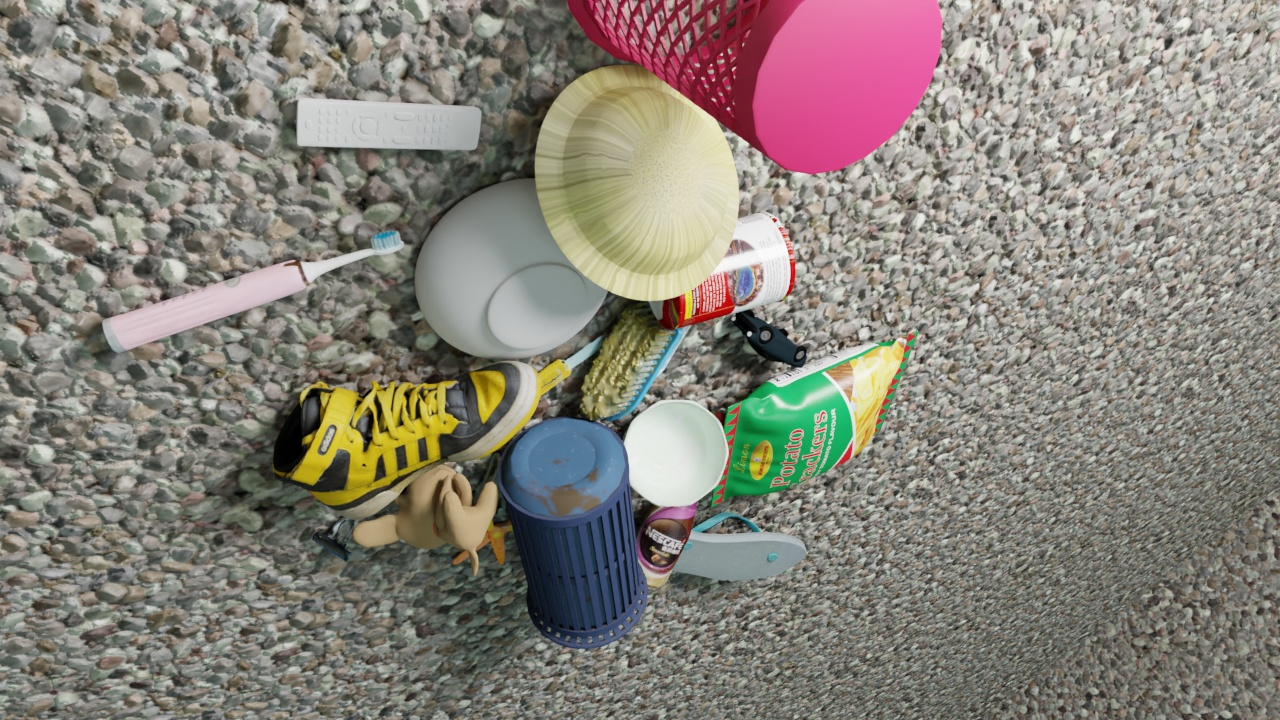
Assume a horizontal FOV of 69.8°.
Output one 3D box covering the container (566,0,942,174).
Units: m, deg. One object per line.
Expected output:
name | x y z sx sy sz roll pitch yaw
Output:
container | 0.073 -0.232 0.594 0.183 0.225 0.183 -17 137 -17

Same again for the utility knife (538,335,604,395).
utility knife | -0.113 0.032 0.901 0.191 0.018 0.030 -37 148 1

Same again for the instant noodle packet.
instant noodle packet | 0.199 0.071 1.069 0.252 0.090 0.196 -21 143 -19

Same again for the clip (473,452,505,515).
clip | -0.158 0.130 0.954 0.050 0.023 0.078 -12 128 -26

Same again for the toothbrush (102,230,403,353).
toothbrush | -0.288 -0.057 0.696 0.222 0.027 0.027 -22 140 -13

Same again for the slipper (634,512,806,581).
slipper | 0.092 0.245 1.216 0.268 0.054 0.098 8 128 -23

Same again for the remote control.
remote control | -0.180 -0.170 0.661 0.130 0.012 0.033 -5 130 -28

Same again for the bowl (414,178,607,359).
bowl | -0.097 -0.062 0.777 0.176 0.066 0.177 -17 137 -17

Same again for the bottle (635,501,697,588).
bottle | 0.037 0.189 1.097 0.059 0.060 0.166 19 102 -42

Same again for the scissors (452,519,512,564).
scissors | -0.156 0.189 1.028 0.128 0.011 0.125 -17 136 -17

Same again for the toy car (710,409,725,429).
toy car | 0.064 0.094 1.055 0.091 0.036 0.042 -34 140 11

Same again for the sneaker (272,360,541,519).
sneaker | -0.210 0.050 0.788 0.239 0.086 0.122 -31 142 15

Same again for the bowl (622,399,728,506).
bowl | 0.031 0.096 0.999 0.117 0.061 0.117 -1 95 -12

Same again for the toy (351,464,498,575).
toy | -0.194 0.149 0.895 0.133 0.108 0.106 -7 98 -49

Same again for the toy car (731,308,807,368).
toy car | 0.137 -0.020 0.979 0.112 0.046 0.034 24 109 -46

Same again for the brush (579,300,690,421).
brush | -0.005 0.005 0.911 0.075 0.055 0.136 -9 138 -52

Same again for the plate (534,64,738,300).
plate | 0.012 -0.140 0.702 0.184 0.036 0.184 2 86 -30

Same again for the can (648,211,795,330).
can | 0.071 -0.083 0.844 0.116 0.086 0.087 -16 136 -18

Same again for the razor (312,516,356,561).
razor | -0.270 0.133 0.898 0.043 0.022 0.144 35 108 -5

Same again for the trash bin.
trash bin | -0.068 0.180 0.966 0.139 0.139 0.250 -20 137 -14
